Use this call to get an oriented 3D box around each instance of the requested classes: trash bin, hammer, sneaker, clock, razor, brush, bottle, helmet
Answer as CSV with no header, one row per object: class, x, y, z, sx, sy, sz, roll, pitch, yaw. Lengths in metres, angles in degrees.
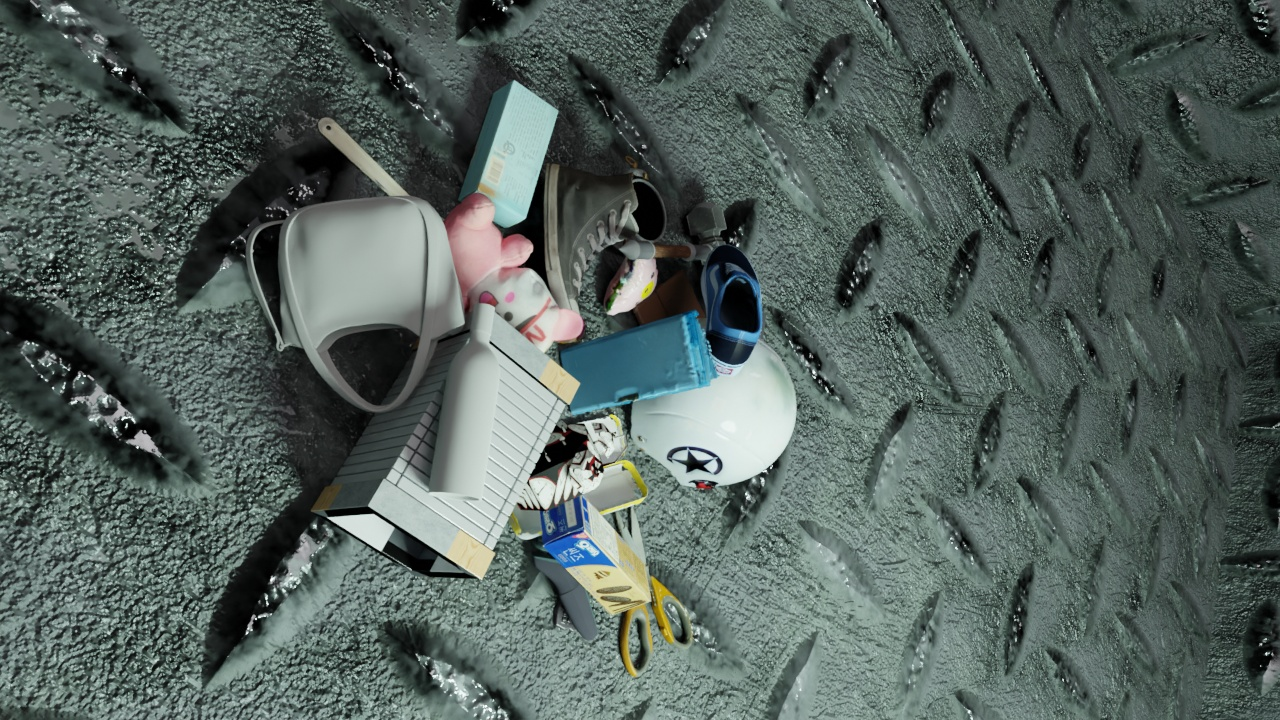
trash bin,-0.206,0.091,0.998,0.142,0.143,0.246,41,57,-27
hammer,0.049,-0.150,1.262,0.321,0.043,0.156,-11,88,-62
sneaker,0.130,-0.092,1.202,0.083,0.098,0.240,17,43,-8
clock,-0.011,-0.217,1.287,0.103,0.056,0.147,8,76,-48
razor,-0.090,0.276,1.120,0.052,0.047,0.143,-23,94,-6
brush,-0.290,-0.200,1.076,0.217,0.012,0.033,44,56,-23
sneaker,-0.063,-0.140,1.176,0.120,0.095,0.234,1,70,-3
clock,-0.087,0.109,1.049,0.065,0.155,0.114,65,22,-21
bottle,-0.169,0.038,0.908,0.052,0.053,0.195,19,69,-37
helmet,0.126,0.058,1.275,0.264,0.164,0.236,37,62,-34

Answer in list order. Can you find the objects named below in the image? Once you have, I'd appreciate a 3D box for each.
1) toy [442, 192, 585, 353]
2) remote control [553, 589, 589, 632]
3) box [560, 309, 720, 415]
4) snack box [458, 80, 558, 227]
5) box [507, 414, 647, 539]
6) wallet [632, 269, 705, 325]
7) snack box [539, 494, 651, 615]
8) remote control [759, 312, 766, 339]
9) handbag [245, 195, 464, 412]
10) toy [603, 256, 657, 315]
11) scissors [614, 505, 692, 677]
toy,-0.173,-0.083,1.084,0.142,0.084,0.213,-35,106,5
remote control,-0.078,0.278,1.159,0.046,0.009,0.124,26,65,-34
box,-0.006,0.006,1.130,0.048,0.232,0.093,-6,83,-45
snack box,-0.166,-0.262,1.166,0.075,0.053,0.174,28,66,-34
box,-0.089,0.144,1.162,0.209,0.039,0.129,-11,75,-41
wallet,0.043,-0.068,1.332,0.120,0.013,0.087,-41,112,-38
snack box,-0.053,0.235,1.101,0.207,0.057,0.056,57,16,-46
remote control,0.174,-0.013,1.433,0.032,0.015,0.136,21,71,-36
handbag,-0.295,-0.054,0.969,0.216,0.095,0.222,-5,87,-1
toy,-0.008,-0.108,1.264,0.102,0.050,0.093,-58,157,15
scissors,-0.003,0.306,1.214,0.161,0.016,0.225,-32,102,-40
